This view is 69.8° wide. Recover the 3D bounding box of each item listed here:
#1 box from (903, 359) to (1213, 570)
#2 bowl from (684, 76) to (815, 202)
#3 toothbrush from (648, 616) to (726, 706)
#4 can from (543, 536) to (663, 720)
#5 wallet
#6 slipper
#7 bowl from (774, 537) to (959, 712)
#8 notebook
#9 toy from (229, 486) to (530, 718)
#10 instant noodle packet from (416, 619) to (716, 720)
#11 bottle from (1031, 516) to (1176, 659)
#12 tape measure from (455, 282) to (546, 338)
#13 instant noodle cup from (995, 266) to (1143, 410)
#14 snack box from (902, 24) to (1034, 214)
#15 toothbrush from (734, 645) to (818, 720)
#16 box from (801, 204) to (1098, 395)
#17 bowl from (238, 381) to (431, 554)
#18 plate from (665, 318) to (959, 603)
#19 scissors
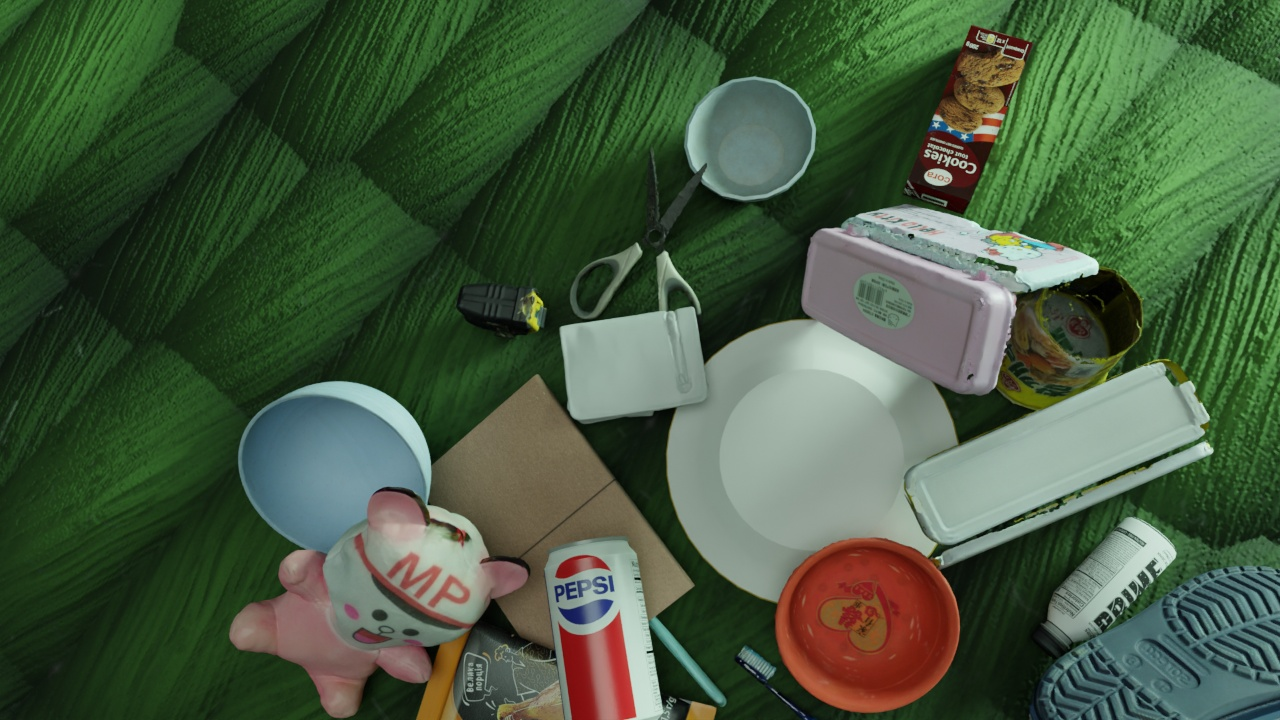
[{"bbox_3d":[0.295,0.079,0.666,0.210,0.080,0.084,-24,78,3],"label":"box"},{"bbox_3d":[0.091,-0.178,0.764,0.106,0.039,0.106,-2,80,9],"label":"bowl"},{"bbox_3d":[0.003,0.201,0.723,0.016,0.016,0.180,-45,76,0],"label":"toothbrush"},{"bbox_3d":[-0.028,0.200,0.667,0.070,0.070,0.132,-12,73,7],"label":"can"},{"bbox_3d":[-0.004,0.004,0.743,0.116,0.032,0.086,-6,80,7],"label":"wallet"},{"bbox_3d":[0.380,0.222,0.624,0.252,0.105,0.095,-16,119,-8],"label":"slipper"},{"bbox_3d":[0.163,0.188,0.676,0.130,0.045,0.130,0,96,4],"label":"bowl"},{"bbox_3d":[-0.074,0.136,0.737,0.141,0.008,0.209,-41,76,11],"label":"notebook"},{"bbox_3d":[-0.200,0.180,0.698,0.214,0.084,0.142,-39,107,22],"label":"toy"},{"bbox_3d":[-0.071,0.304,0.705,0.221,0.032,0.160,18,90,12],"label":"instant noodle packet"},{"bbox_3d":[0.331,0.167,0.663,0.116,0.041,0.041,-46,77,-1],"label":"bottle"},{"bbox_3d":[-0.114,-0.040,0.760,0.067,0.062,0.038,7,81,10],"label":"tape measure"},{"bbox_3d":[0.309,-0.019,0.665,0.102,0.108,0.102,-2,77,8],"label":"instant noodle cup"},{"bbox_3d":[0.264,-0.195,0.743,0.051,0.032,0.140,22,84,12],"label":"snack box"},{"bbox_3d":[0.148,0.281,0.686,0.189,0.016,0.017,38,78,14],"label":"toothbrush"},{"bbox_3d":[0.215,-0.053,0.666,0.103,0.201,0.101,-4,111,-23],"label":"box"},{"bbox_3d":[-0.235,0.077,0.740,0.150,0.074,0.151,2,116,4],"label":"bowl"},{"bbox_3d":[0.133,0.077,0.721,0.230,0.021,0.229,-2,80,9],"label":"plate"},{"bbox_3d":[0.008,-0.083,0.759,0.158,0.012,0.169,-28,88,14],"label":"scissors"}]
